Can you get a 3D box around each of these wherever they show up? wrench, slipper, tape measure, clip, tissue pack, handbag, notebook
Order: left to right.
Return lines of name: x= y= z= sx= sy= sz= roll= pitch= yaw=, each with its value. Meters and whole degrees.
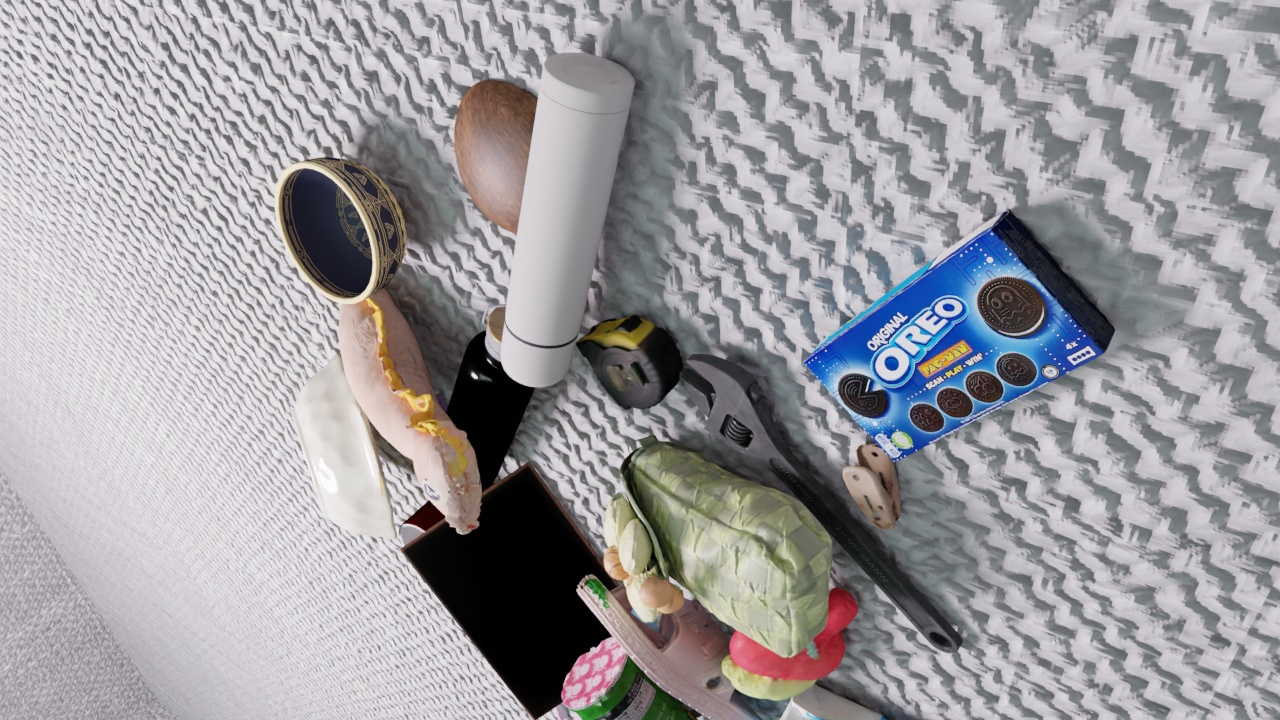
clip: x=-0.191 y=0.052 z=0.866 sx=0.036 sy=0.013 sz=0.053 roll=-6 pitch=121 yaw=45
notebook: x=-0.101 y=0.216 z=0.846 sx=0.209 sy=0.141 sz=0.008 roll=56 pitch=-179 yaw=-11
tape measure: x=-0.004 y=0.004 z=0.641 sx=0.063 sy=0.038 sz=0.067 roll=-11 pitch=114 yaw=46
slipper: x=0.044 y=0.243 z=0.765 sx=0.239 sy=0.064 sz=0.094 roll=48 pitch=172 yaw=-32
handbag: x=0.041 y=0.136 z=0.638 sx=0.186 sy=0.116 sz=0.113 roll=24 pitch=136 yaw=50
wrench: x=0.124 y=0.099 z=0.623 sx=0.273 sy=0.018 sz=0.073 roll=47 pitch=150 yaw=-4
tissue pack: x=0.172 y=0.360 z=0.767 sx=0.117 sy=0.065 sz=0.210 roll=20 pitch=136 yaw=29
clip: x=0.145 y=0.086 z=0.576 sx=0.025 sy=0.043 sz=0.061 roll=-3 pitch=115 yaw=44

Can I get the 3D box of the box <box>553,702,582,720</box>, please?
box: x=-0.030 y=0.426 z=0.984 sx=0.097 sy=0.084 sz=0.230 roll=1 pitch=123 yaw=44

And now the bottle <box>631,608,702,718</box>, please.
bottle: x=0.027 y=0.279 z=0.843 sx=0.040 sy=0.040 sz=0.130 roll=-7 pitch=117 yaw=44

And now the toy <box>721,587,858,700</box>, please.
toy: x=0.112 y=0.213 z=0.693 sx=0.091 sy=0.045 sz=0.135 roll=9 pitch=127 yaw=-17

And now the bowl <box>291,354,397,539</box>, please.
bowl: x=-0.293 y=0.092 z=0.890 sx=0.220 sy=0.060 sz=0.188 roll=-15 pitch=93 yaw=68

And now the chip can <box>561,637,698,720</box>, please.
chip can: x=0.029 y=0.342 z=0.810 sx=0.076 sy=0.075 sz=0.223 roll=-19 pitch=118 yaw=48

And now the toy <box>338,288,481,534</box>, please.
toy: x=-0.192 y=0.016 z=0.727 sx=0.264 sy=0.065 sz=0.196 roll=31 pitch=140 yaw=59

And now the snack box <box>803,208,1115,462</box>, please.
snack box: x=0.163 y=-0.007 z=0.493 sx=0.082 sy=0.027 sz=0.151 roll=46 pitch=140 yaw=1

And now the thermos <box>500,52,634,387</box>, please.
thermos: x=-0.052 y=-0.077 z=0.581 sx=0.052 sy=0.052 sz=0.225 roll=31 pitch=130 yaw=18

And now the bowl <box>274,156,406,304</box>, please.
bowl: x=-0.224 y=-0.107 z=0.719 sx=0.112 sy=0.061 sz=0.113 roll=18 pitch=125 yaw=29

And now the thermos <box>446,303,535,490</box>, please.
thermos: x=-0.121 y=0.028 z=0.746 sx=0.061 sy=0.061 sz=0.232 roll=39 pitch=140 yaw=8

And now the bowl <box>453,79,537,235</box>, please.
bowl: x=-0.092 y=-0.128 z=0.617 sx=0.102 sy=0.026 sz=0.114 roll=22 pitch=135 yaw=27

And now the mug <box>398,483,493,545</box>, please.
mug: x=-0.174 y=0.174 z=0.898 sx=0.073 sy=0.082 sz=0.106 roll=4 pitch=125 yaw=39
